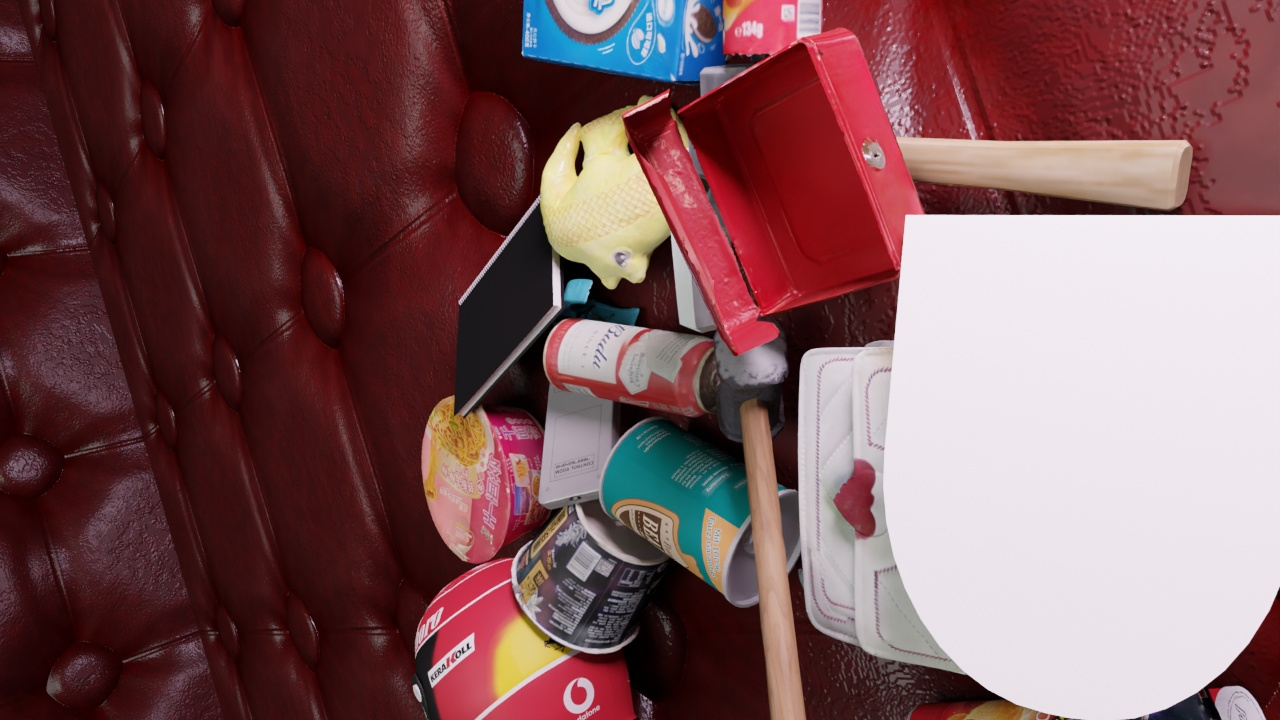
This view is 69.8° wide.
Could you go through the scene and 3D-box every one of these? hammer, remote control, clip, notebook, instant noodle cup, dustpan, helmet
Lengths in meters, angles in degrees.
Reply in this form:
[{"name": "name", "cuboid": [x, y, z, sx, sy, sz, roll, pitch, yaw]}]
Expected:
[{"name": "hammer", "cuboid": [0.167, -0.128, 0.586, 0.323, 0.051, 0.117, 16, 118, 42]}, {"name": "remote control", "cuboid": [0.047, -0.094, 0.725, 0.024, 0.049, 0.143, 7, 106, 46]}, {"name": "clip", "cuboid": [-0.068, -0.056, 0.834, 0.130, 0.121, 0.031, 11, 78, 34]}, {"name": "notebook", "cuboid": [-0.133, -0.055, 0.901, 0.207, 0.016, 0.148, -43, 41, 42]}, {"name": "instant noodle cup", "cuboid": [-0.159, 0.123, 0.991, 0.179, 0.077, 0.178, 8, 100, 48]}, {"name": "remote control", "cuboid": [-0.052, 0.060, 0.838, 0.074, 0.019, 0.150, -17, 51, 25]}, {"name": "hammer", "cuboid": [0.086, 0.120, 0.615, 0.098, 0.052, 0.327, 81, -174, -56]}, {"name": "instant noodle cup", "cuboid": [-0.034, 0.181, 0.847, 0.137, 0.137, 0.112, 49, 123, 27]}, {"name": "dustpan", "cuboid": [0.234, 0.054, 0.496, 0.192, 0.053, 0.257, 4, 84, 24]}, {"name": "helmet", "cuboid": [-0.128, 0.321, 0.937, 0.224, 0.197, 0.272, 55, 144, 21]}]

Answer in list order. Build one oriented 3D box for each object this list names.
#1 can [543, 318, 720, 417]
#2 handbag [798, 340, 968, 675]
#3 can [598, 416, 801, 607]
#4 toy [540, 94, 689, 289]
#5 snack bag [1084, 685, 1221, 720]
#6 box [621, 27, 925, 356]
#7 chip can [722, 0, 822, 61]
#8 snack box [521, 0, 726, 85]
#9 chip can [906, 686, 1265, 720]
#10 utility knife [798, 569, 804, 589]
[{"name": "can", "cuboid": [-0.005, 0.005, 0.784, 0.170, 0.067, 0.067, 10, 109, 37]}, {"name": "handbag", "cuboid": [0.177, 0.086, 0.587, 0.142, 0.096, 0.198, 0, 93, 50]}, {"name": "can", "cuboid": [0.050, 0.119, 0.748, 0.144, 0.099, 0.099, 28, 121, 40]}, {"name": "toy", "cuboid": [-0.021, -0.140, 0.780, 0.171, 0.064, 0.155, -8, 84, 42]}, {"name": "snack bag", "cuboid": [0.271, 0.141, 0.536, 0.075, 0.018, 0.155, -45, 46, 46]}, {"name": "box", "cuboid": [0.088, -0.108, 0.576, 0.157, 0.156, 0.147, 64, -179, -9]}, {"name": "chip can", "cuboid": [0.087, -0.318, 0.597, 0.073, 0.073, 0.233, 15, 114, 45]}, {"name": "snack box", "cuboid": [-0.010, -0.345, 0.707, 0.196, 0.056, 0.239, 26, 119, 42]}, {"name": "chip can", "cuboid": [0.268, 0.238, 0.578, 0.215, 0.051, 0.052, -29, 80, 48]}, {"name": "utility knife", "cuboid": [0.204, 0.182, 0.662, 0.225, 0.015, 0.031, -1, 105, 47]}]
